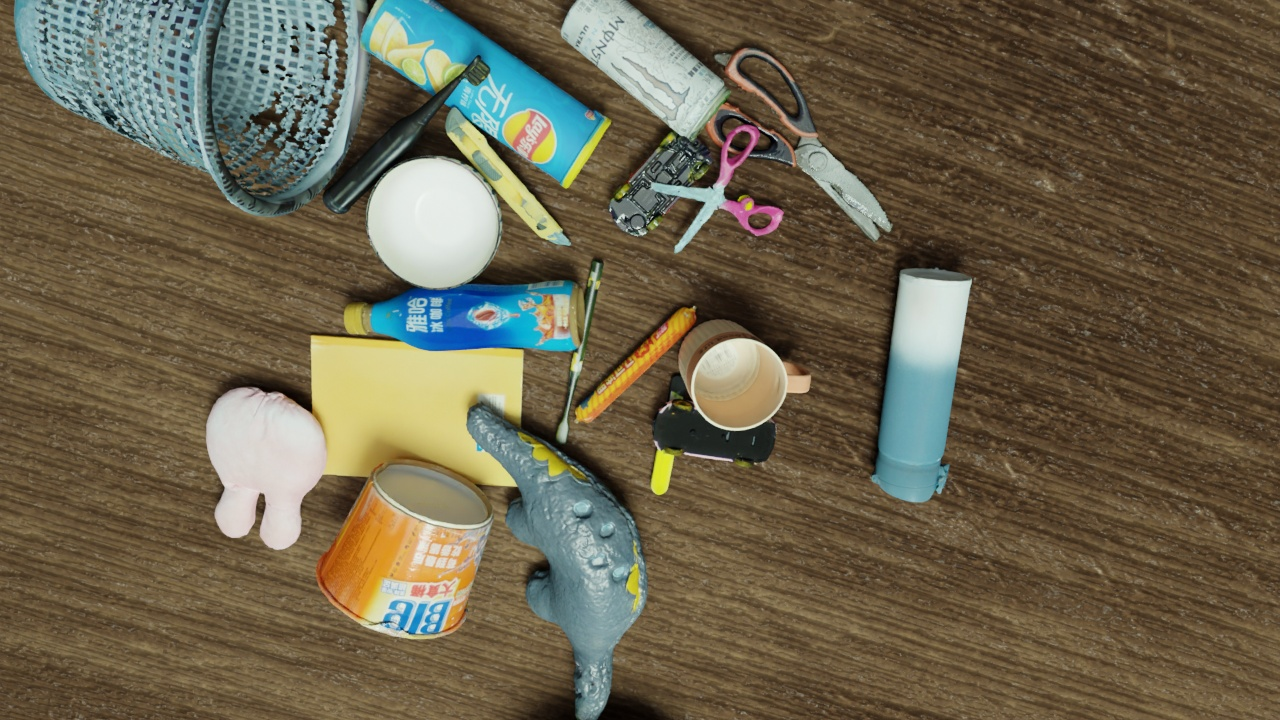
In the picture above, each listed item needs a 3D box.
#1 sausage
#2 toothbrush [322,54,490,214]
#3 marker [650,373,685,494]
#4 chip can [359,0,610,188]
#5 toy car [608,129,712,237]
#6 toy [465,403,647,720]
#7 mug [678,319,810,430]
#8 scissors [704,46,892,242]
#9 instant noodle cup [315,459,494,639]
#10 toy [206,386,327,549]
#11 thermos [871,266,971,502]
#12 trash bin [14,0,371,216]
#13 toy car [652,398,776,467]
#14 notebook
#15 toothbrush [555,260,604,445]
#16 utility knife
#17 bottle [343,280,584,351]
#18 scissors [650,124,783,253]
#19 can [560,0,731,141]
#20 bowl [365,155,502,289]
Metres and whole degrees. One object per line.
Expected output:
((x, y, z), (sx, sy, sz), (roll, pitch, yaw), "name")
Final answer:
((-0.005, 0.005, 0.883), (0.165, 0.021, 0.021), (-44, 101, 11), "sausage")
((-0.202, -0.191, 0.786), (0.213, 0.026, 0.027), (-31, 119, 31), "toothbrush")
((0.028, 0.073, 0.907), (0.018, 0.015, 0.124), (8, 103, -9), "marker")
((-0.131, -0.237, 0.789), (0.210, 0.071, 0.071), (33, 103, -9), "chip can")
((0.016, -0.160, 0.831), (0.049, 0.031, 0.106), (41, 97, -10), "toy car")
((-0.063, 0.198, 0.904), (0.138, 0.091, 0.356), (-12, 104, 13), "toy")
((0.095, 0.010, 0.838), (0.114, 0.106, 0.082), (3, 103, -6), "mug")
((0.139, -0.182, 0.834), (0.193, 0.015, 0.207), (-8, 105, 1), "scissors")
((-0.214, 0.170, 0.864), (0.151, 0.151, 0.111), (23, 103, -6), "instant noodle cup")
((-0.369, 0.104, 0.895), (0.121, 0.054, 0.159), (15, 104, 5), "toy")
((0.265, 0.025, 0.867), (0.070, 0.070, 0.221), (2, 106, -1), "thermos")
((-0.357, -0.250, 0.729), (0.195, 0.226, 0.227), (18, 105, 8), "trash bin")
((0.072, 0.068, 0.892), (0.122, 0.037, 0.056), (9, 103, -6), "toy car")
((-0.220, 0.051, 0.903), (0.206, 0.010, 0.146), (4, 106, -1), "notebook")
((-0.059, -0.006, 0.885), (0.012, 0.017, 0.186), (12, 104, -1), "toothbrush")
((-0.118, -0.159, 0.820), (0.031, 0.018, 0.162), (-15, 135, 38), "utility knife")
((-0.163, -0.039, 0.846), (0.219, 0.065, 0.065), (-1, 106, 4), "bottle")
((0.073, -0.151, 0.822), (0.133, 0.017, 0.136), (7, 118, -20), "scissors")
((0.004, -0.255, 0.783), (0.146, 0.058, 0.058), (39, 102, -4), "can")
((-0.180, -0.126, 0.823), (0.116, 0.066, 0.116), (0, 107, 0), "bowl")
